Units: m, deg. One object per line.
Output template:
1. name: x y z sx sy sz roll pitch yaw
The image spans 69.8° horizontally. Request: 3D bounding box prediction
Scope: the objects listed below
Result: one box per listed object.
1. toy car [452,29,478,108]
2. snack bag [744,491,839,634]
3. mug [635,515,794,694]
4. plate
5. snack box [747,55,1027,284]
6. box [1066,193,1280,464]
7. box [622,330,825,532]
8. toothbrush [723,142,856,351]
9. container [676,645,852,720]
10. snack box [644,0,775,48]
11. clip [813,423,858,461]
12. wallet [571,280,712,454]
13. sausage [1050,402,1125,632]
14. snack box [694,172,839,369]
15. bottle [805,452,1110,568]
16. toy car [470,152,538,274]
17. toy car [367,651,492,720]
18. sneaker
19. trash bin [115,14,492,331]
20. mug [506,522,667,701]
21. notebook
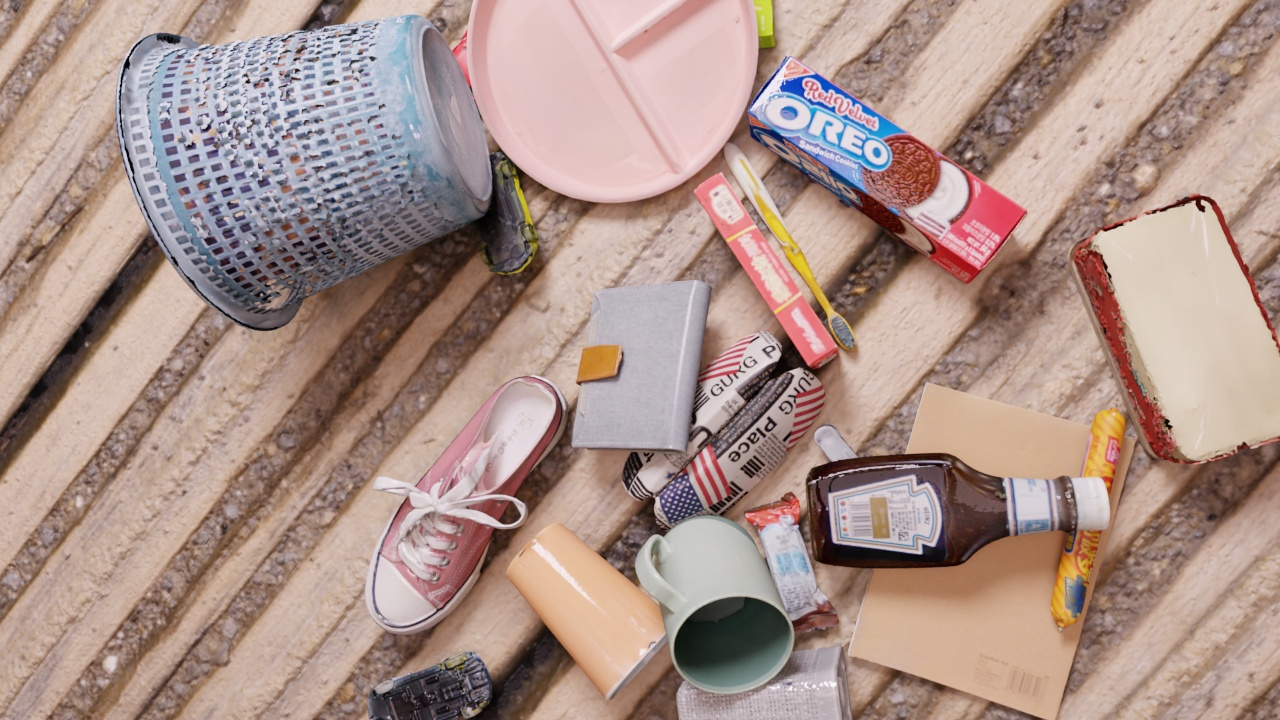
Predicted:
1. toy car: -0.144 -0.237 0.763 0.049 0.031 0.106 45 98 12
2. snack bag: 0.112 0.153 0.687 0.045 0.026 0.105 -18 84 5
3. mug: 0.042 0.159 0.641 0.111 0.106 0.082 32 106 -20
4. plate: -0.023 -0.239 0.712 0.230 0.028 0.230 3 103 11
5. snack box: 0.175 -0.140 0.675 0.207 0.058 0.057 38 92 12
6. box: 0.363 -0.019 0.616 0.091 0.078 0.168 -20 82 10
7. box: 0.065 0.060 0.697 0.162 0.076 0.087 -45 110 4
8. toothbrush: 0.114 -0.089 0.704 0.016 0.018 0.191 -31 81 7
9. container: 0.091 0.260 0.656 0.114 0.090 0.090 -8 85 15
10. snack box: 0.027 -0.285 0.730 0.156 0.026 0.085 -2 86 13
11. clip: 0.152 0.073 0.689 0.025 0.035 0.058 -40 84 9
12. wallet: -0.004 0.004 0.691 0.107 0.037 0.129 -2 71 34
13. sausage: 0.312 0.110 0.640 0.021 0.021 0.165 13 90 12
14. snack box: 0.094 -0.063 0.678 0.025 0.075 0.153 -34 80 9
15. bottle: 0.216 0.103 0.639 0.195 0.044 0.080 -5 98 17
16. toy car: -0.112 -0.117 0.744 0.048 0.032 0.105 -24 71 16
17. toy car: -0.169 0.270 0.739 0.106 0.031 0.049 -22 82 9
18. sneaker: -0.145 0.113 0.714 0.118 0.088 0.241 37 94 11
19. trash bin: -0.224 -0.153 0.680 0.195 0.226 0.226 -14 84 7
20. mug: -0.040 0.185 0.698 0.123 0.078 0.078 42 96 17
21. notebook: 0.253 0.137 0.666 0.149 0.012 0.211 16 90 11
